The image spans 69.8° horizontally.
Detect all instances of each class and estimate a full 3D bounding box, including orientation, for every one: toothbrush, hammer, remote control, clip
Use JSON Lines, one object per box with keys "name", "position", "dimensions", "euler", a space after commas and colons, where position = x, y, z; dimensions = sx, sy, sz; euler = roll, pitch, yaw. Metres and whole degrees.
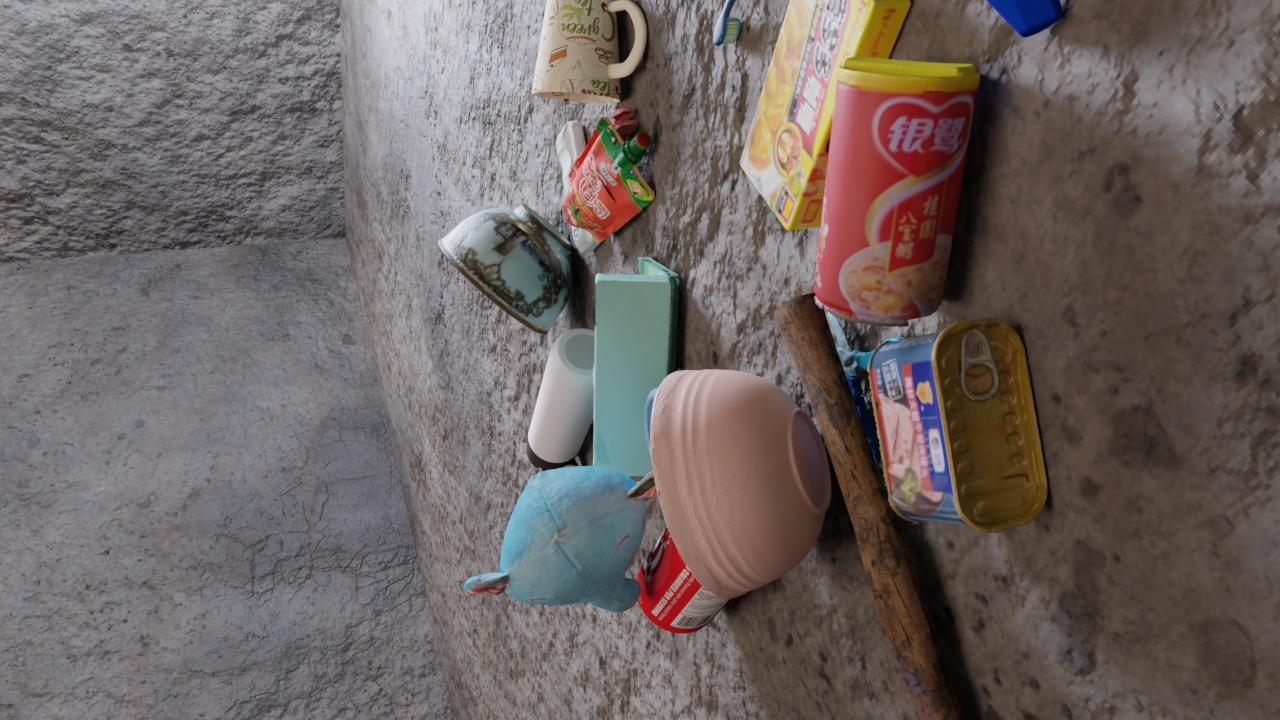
{"name": "toothbrush", "position": [0.074, -0.267, 0.603], "dimensions": [0.133, 0.016, 0.021], "euler": [110, 144, -45]}
{"name": "hammer", "position": [0.145, 0.115, 0.518], "dimensions": [0.120, 0.033, 0.330], "euler": [-39, 65, 60]}
{"name": "remote control", "position": [-0.066, -0.180, 0.956], "dimensions": [0.050, 0.022, 0.133], "euler": [151, 109, -67]}
{"name": "clip", "position": [-0.020, -0.207, 0.839], "dimensions": [0.060, 0.023, 0.043], "euler": [-155, 56, -66]}

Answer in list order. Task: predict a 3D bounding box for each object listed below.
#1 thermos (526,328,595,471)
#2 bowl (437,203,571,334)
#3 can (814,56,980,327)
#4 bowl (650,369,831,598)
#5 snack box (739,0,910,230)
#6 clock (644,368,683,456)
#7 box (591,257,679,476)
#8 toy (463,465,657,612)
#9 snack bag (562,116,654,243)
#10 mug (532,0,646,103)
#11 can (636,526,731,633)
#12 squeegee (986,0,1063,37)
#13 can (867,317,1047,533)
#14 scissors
{"name": "thermos", "position": [-0.075, 0.066, 1.013], "dimensions": [0.101, 0.068, 0.231], "euler": [57, 150, 22]}
{"name": "bowl", "position": [-0.133, -0.115, 1.020], "dimensions": [0.094, 0.160, 0.160], "euler": [-48, 38, 7]}
{"name": "can", "position": [0.127, -0.086, 0.464], "dimensions": [0.066, 0.066, 0.124], "euler": [-137, 44, -57]}
{"name": "bowl", "position": [0.075, 0.071, 0.587], "dimensions": [0.076, 0.152, 0.153], "euler": [-18, 78, 26]}
{"name": "snack box", "position": [0.104, -0.160, 0.548], "dimensions": [0.153, 0.025, 0.075], "euler": [105, 148, -44]}
{"name": "clock", "position": [0.037, 0.068, 0.754], "dimensions": [0.125, 0.051, 0.088], "euler": [102, 150, -48]}
{"name": "box", "position": [-0.004, 0.004, 0.835], "dimensions": [0.091, 0.077, 0.189], "euler": [-89, 0, -69]}
{"name": "toy", "position": [-0.044, 0.150, 0.733], "dimensions": [0.115, 0.183, 0.181], "euler": [57, 179, 19]}
{"name": "snack bag", "position": [-0.026, -0.169, 0.849], "dimensions": [0.087, 0.044, 0.155], "euler": [61, 151, 1]}
{"name": "mug", "position": [-0.041, -0.284, 0.816], "dimensions": [0.122, 0.080, 0.097], "euler": [14, 104, 44]}
{"name": "can", "position": [0.046, 0.162, 0.733], "dimensions": [0.143, 0.074, 0.074], "euler": [114, 142, -52]}
{"name": "squeegee", "position": [0.141, -0.230, 0.401], "dimensions": [0.250, 0.055, 0.185], "euler": [-25, 85, 67]}
{"name": "can", "position": [0.155, 0.032, 0.456], "dimensions": [0.059, 0.054, 0.100], "euler": [167, 95, -70]}
{"name": "scissors", "position": [0.128, 0.011, 0.564], "dimensions": [0.130, 0.014, 0.117], "euler": [-141, 46, -58]}
